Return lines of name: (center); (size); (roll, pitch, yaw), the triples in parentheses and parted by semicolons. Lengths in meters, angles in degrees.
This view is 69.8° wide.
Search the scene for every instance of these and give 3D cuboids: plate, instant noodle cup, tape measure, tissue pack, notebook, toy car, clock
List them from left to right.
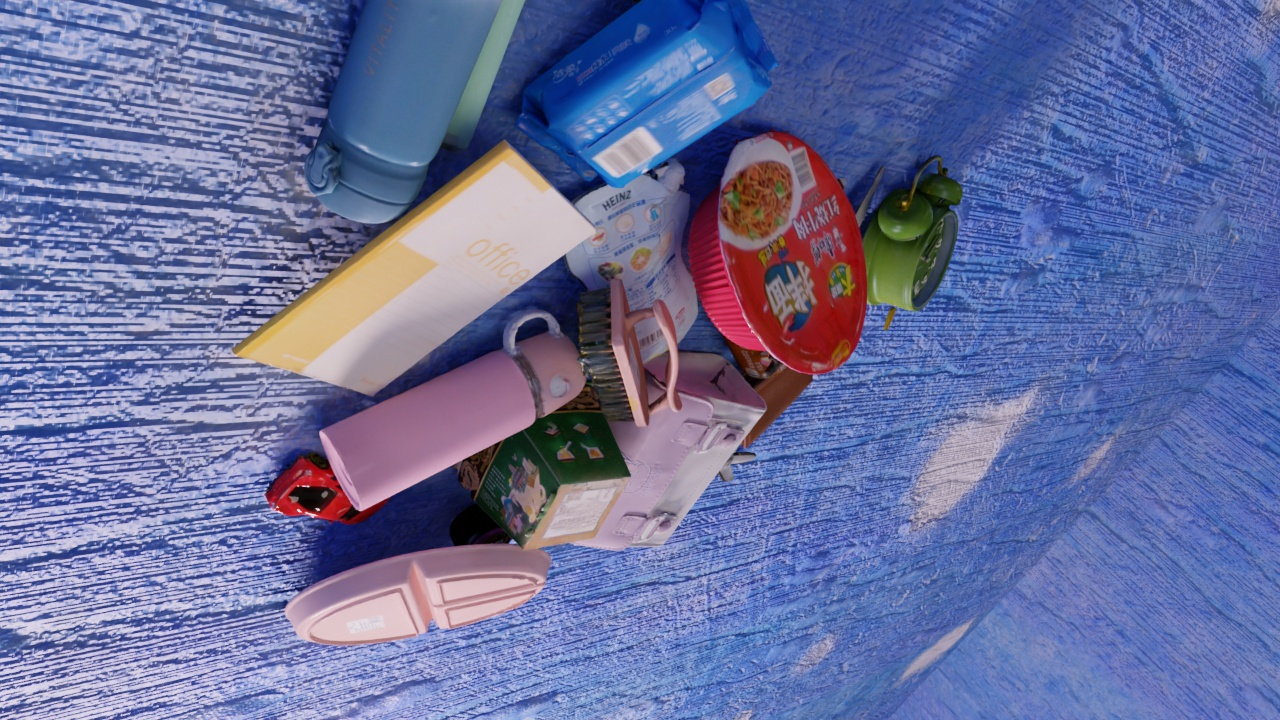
toy car: (-0.236, 0.104, 0.712); (0.049, 0.031, 0.106); (-45, 148, 10)
plate: (-0.189, 0.210, 0.803); (0.229, 0.028, 0.230); (-12, 157, -6)
notebook: (-0.136, -0.049, 0.589); (0.206, 0.010, 0.146); (-35, 161, 8)
tape measure: (-0.147, 0.156, 0.849); (0.057, 0.039, 0.058); (-31, 150, -13)
tissue pack: (0.006, -0.173, 0.577); (0.157, 0.052, 0.095); (-29, 150, 19)
instant noodle cup: (0.103, -0.080, 0.726); (0.066, 0.193, 0.193); (-11, 171, 44)
clock: (0.258, -0.117, 0.874); (0.115, 0.056, 0.161); (-37, 139, -40)

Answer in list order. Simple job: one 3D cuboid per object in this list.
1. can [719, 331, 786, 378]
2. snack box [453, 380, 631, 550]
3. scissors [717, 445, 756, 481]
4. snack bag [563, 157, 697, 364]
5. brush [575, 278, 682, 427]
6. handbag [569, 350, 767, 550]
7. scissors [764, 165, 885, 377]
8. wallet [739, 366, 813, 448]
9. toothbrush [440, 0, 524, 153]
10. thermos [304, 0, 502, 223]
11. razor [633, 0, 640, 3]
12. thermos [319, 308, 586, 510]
can: (0.099, -0.038, 0.839); (0.058, 0.058, 0.147); (-39, 146, -1)
snack box: (-0.076, 0.095, 0.785); (0.117, 0.105, 0.118); (-1, 131, -44)
scissors: (0.085, 0.094, 1.015); (0.172, 0.019, 0.179); (-2, 131, -40)
snack bag: (-0.004, -0.071, 0.723); (0.110, 0.039, 0.191); (-24, 143, -10)
brush: (-0.004, 0.004, 0.722); (0.073, 0.063, 0.146); (-8, 144, 6)
handbag: (0.010, 0.089, 0.876); (0.144, 0.098, 0.197); (8, 124, -41)
scissors: (0.180, -0.075, 0.855); (0.222, 0.015, 0.189); (-61, 149, 1)
wallet: (0.140, 0.026, 0.965); (0.124, 0.032, 0.101); (-40, 148, -19)
toothbrush: (-0.071, -0.216, 0.502); (0.026, 0.027, 0.225); (-9, 136, -48)
thermos: (-0.113, -0.173, 0.476); (0.070, 0.070, 0.221); (3, 128, -45)
razor: (-0.007, -0.226, 0.556); (0.043, 0.022, 0.142); (-30, 152, 27)
thermos: (-0.137, 0.031, 0.689); (0.198, 0.067, 0.087); (-27, 123, -24)
